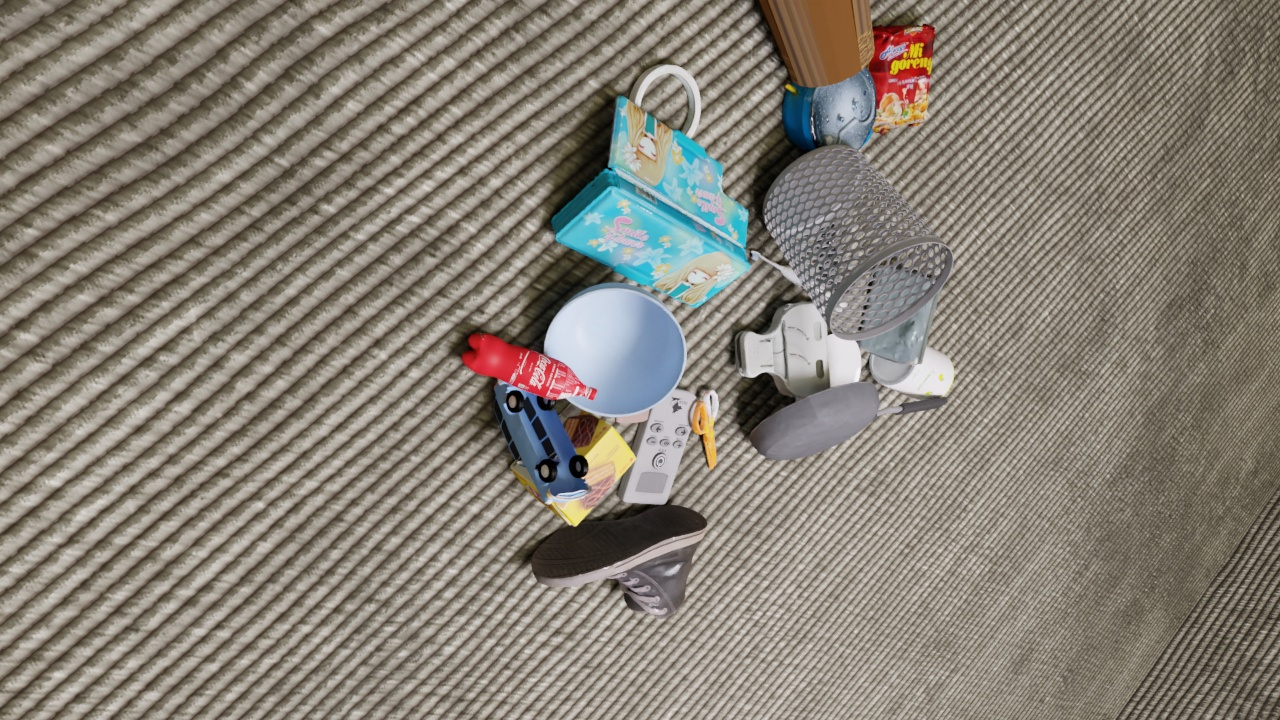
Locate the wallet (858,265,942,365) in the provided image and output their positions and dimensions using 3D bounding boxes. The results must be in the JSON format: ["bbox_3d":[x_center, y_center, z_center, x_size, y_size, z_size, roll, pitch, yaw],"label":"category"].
[{"bbox_3d":[0.366,-0.065,1.288,0.054,0.100,0.132,3,106,-43],"label":"wallet"}]

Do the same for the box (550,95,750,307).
[{"bbox_3d":[0.033,-0.158,0.993,0.227,0.084,0.171,23,100,-41],"label":"box"}]

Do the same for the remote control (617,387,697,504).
[{"bbox_3d":[0.025,0.106,1.136,0.074,0.019,0.151,11,100,-41],"label":"remote control"}]

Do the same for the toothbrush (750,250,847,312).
[{"bbox_3d":[0.207,-0.107,1.193,0.185,0.022,0.024,24,81,-37],"label":"toothbrush"}]

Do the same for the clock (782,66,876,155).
[{"bbox_3d":[0.234,-0.291,1.121,0.116,0.060,0.161,-42,130,-20],"label":"clock"}]

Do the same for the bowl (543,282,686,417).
[{"bbox_3d":[-0.028,-0.022,0.992,0.150,0.074,0.151,-1,116,-2],"label":"bowl"}]

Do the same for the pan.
[{"bbox_3d":[0.306,0.080,1.257,0.356,0.041,0.179,-6,154,-36],"label":"pan"}]

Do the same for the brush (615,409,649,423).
[{"bbox_3d":[-0.006,0.006,1.079,0.049,0.015,0.136,-2,103,-39],"label":"brush"}]

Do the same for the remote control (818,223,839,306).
[{"bbox_3d":[0.252,-0.134,1.230,0.030,0.009,0.140,-28,122,-28],"label":"remote control"}]

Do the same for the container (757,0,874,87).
[{"bbox_3d":[0.189,-0.399,1.003,0.132,0.132,0.167,-45,135,-16],"label":"container"}]

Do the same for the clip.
[{"bbox_3d":[0.198,-0.013,1.174,0.151,0.105,0.126,-4,90,-40],"label":"clip"}]

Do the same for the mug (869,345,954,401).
[{"bbox_3d":[0.402,0.011,1.358,0.106,0.082,0.082,20,94,-41],"label":"mug"}]

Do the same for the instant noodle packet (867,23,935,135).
[{"bbox_3d":[0.335,-0.364,1.187,0.098,0.040,0.135,-13,116,-27],"label":"instant noodle packet"}]

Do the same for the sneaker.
[{"bbox_3d":[-0.027,0.258,1.113,0.234,0.095,0.120,-9,117,-40],"label":"sneaker"}]

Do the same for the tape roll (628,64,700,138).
[{"bbox_3d":[0.026,-0.272,0.993,0.092,0.013,0.093,-15,115,-34],"label":"tape roll"}]

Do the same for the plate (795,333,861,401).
[{"bbox_3d":[0.263,0.024,1.300,0.134,0.011,0.135,-15,116,-34],"label":"plate"}]

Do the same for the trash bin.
[{"bbox_3d":[0.246,-0.143,1.078,0.156,0.183,0.157,-19,147,-13],"label":"trash bin"}]

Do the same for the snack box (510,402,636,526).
[{"bbox_3d":[-0.075,0.114,1.017,0.105,0.084,0.061,-47,131,-15],"label":"snack box"}]

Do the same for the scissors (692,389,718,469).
[{"bbox_3d":[0.088,0.092,1.183,0.065,0.013,0.129,-54,145,-37],"label":"scissors"}]

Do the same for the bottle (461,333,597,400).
[{"bbox_3d":[-0.112,0.011,0.940,0.141,0.042,0.042,21,94,-10],"label":"bottle"}]

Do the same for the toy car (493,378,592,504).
[{"bbox_3d":[-0.106,0.084,0.953,0.056,0.153,0.055,-2,145,-47],"label":"toy car"}]
